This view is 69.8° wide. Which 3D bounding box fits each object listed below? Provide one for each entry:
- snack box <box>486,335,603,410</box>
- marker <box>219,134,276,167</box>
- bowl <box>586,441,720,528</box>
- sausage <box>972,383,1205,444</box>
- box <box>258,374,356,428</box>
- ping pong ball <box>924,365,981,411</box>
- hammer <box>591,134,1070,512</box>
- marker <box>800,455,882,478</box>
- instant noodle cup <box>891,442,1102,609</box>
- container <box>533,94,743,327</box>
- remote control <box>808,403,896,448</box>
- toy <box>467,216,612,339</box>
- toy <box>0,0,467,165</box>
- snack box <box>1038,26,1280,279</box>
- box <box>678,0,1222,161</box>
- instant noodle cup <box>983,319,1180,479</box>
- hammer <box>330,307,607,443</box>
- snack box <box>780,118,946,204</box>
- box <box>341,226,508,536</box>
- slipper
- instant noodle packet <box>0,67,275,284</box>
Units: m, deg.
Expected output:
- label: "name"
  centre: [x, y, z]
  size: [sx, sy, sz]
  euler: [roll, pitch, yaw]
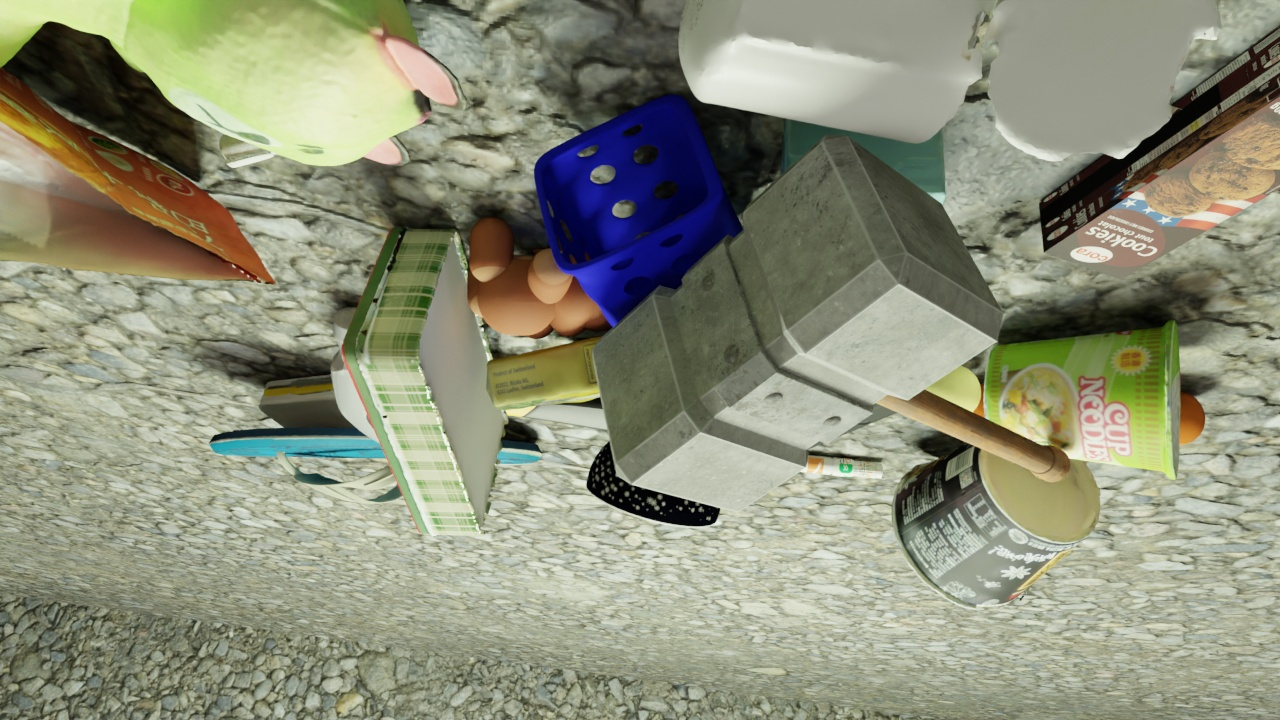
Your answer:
- label: "snack box"
  centre: [-0.003, 0.003, 0.617]
  size: [0.181, 0.045, 0.121]
  euler: [-11, 178, 35]
- label: "marker"
  centre: [-0.168, -0.122, 0.484]
  size: [0.134, 0.020, 0.017]
  euler: [-5, 161, 23]
- label: "bowl"
  centre: [0.018, 0.093, 0.806]
  size: [0.120, 0.066, 0.120]
  euler: [15, -173, -2]
- label: "sausage"
  centre: [0.316, 0.037, 0.660]
  size: [0.164, 0.039, 0.044]
  euler: [2, 154, 10]
- label: "box"
  centre: [-0.242, 0.037, 0.807]
  size: [0.210, 0.037, 0.064]
  euler: [-5, 150, 25]
- label: "ping pong ball"
  centre: [0.221, 0.023, 0.654]
  size: [0.040, 0.040, 0.040]
  euler: [6, 154, 3]
- label: "hammer"
  centre: [0.148, 0.024, 0.481]
  size: [0.317, 0.082, 0.163]
  euler: [21, 132, -38]
- label: "marker"
  centre: [0.148, 0.094, 0.845]
  size: [0.145, 0.017, 0.017]
  euler: [5, 154, 4]
- label: "instant noodle cup"
  centre: [0.291, 0.120, 0.742]
  size: [0.137, 0.137, 0.113]
  euler: [12, 145, -10]
- label: "container"
  centre: [0.012, -0.058, 0.473]
  size: [0.085, 0.084, 0.113]
  euler: [-23, 144, 11]
- label: "remote control"
  centre: [0.174, 0.043, 0.735]
  size: [0.033, 0.015, 0.147]
  euler: [19, 151, -23]
- label: "toy"
  centre: [-0.043, -0.047, 0.575]
  size: [0.127, 0.065, 0.095]
  euler: [2, 159, -13]
- label: "toy"
  centre: [-0.173, -0.141, 0.361]
  size: [0.196, 0.107, 0.150]
  euler: [8, 174, -22]
- label: "snack box"
  centre: [0.258, -0.090, 0.426]
  size: [0.051, 0.031, 0.141]
  euler: [15, 153, -16]
- label: "box"
  centre: [0.098, -0.117, 0.329]
  size: [0.155, 0.084, 0.126]
  euler: [10, -174, -9]
- label: "instant noodle cup"
  centre: [0.284, 0.024, 0.591]
  size: [0.108, 0.098, 0.099]
  euler: [-1, 154, 32]
- label: "hammer"
  centre: [-0.081, 0.035, 0.737]
  size: [0.323, 0.029, 0.127]
  euler: [8, 129, -11]
- label: "snack box"
  centre: [0.111, -0.061, 0.501]
  size: [0.075, 0.053, 0.175]
  euler: [2, 154, 6]
- label: "box"
  centre: [-0.135, 0.021, 0.612]
  size: [0.051, 0.117, 0.206]
  euler: [1, 140, 4]
- label: "slipper"
  centre: [-0.232, 0.096, 0.833]
  size: [0.294, 0.060, 0.118]
  euler: [5, 164, -24]
- label: "instant noodle packet"
  centre: [-0.293, -0.105, 0.432]
  size: [0.220, 0.084, 0.164]
  euler: [21, -169, -45]
